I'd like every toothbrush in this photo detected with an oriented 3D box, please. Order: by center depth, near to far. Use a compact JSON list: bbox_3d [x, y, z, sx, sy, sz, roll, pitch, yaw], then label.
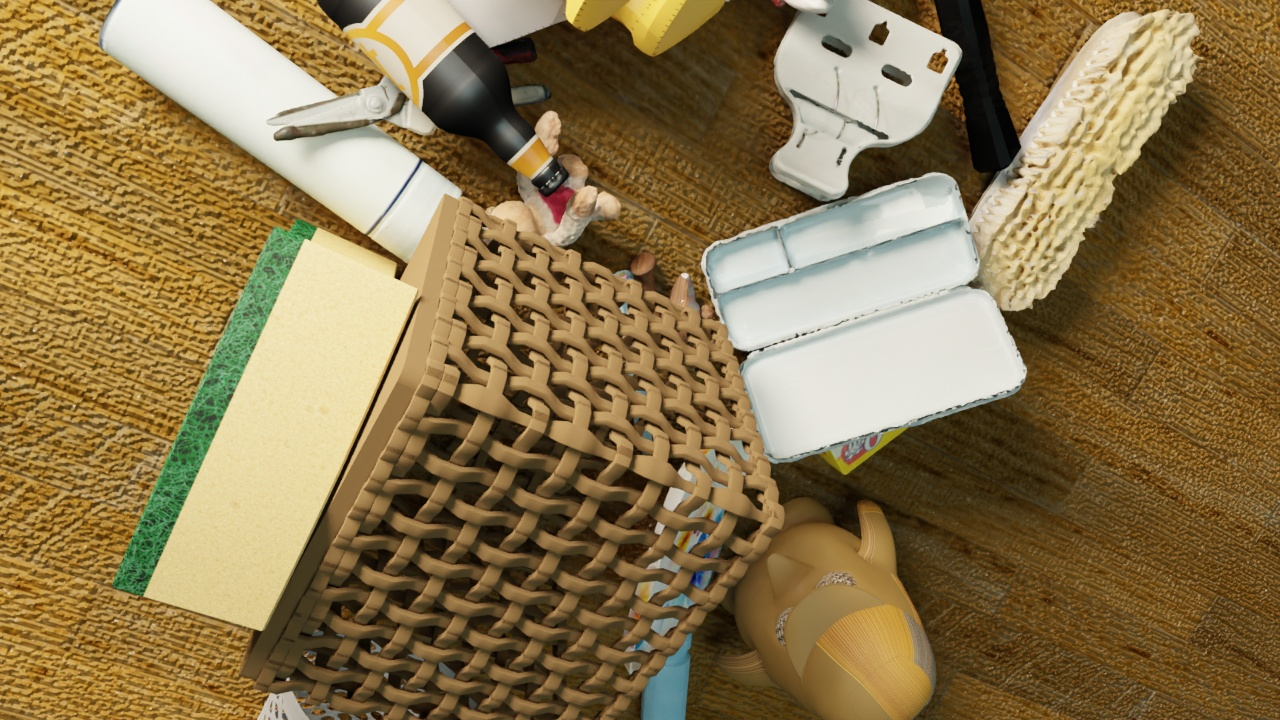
[{"bbox_3d":[-0.004,0.004,0.736,0.022,0.016,0.155,-28,116,-46],"label":"toothbrush"}]

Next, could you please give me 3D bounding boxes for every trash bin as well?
[{"bbox_3d":[-0.233,0.327,0.700,0.156,0.156,0.183,27,100,-20],"label":"trash bin"}]

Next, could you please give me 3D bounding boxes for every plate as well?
[{"bbox_3d":[0.038,0.140,0.719,0.016,0.186,0.187,21,104,19],"label":"plate"}]

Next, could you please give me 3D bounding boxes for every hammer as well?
[{"bbox_3d":[0.226,-0.293,0.677,0.130,0.039,0.328,-48,124,-35],"label":"hammer"}]

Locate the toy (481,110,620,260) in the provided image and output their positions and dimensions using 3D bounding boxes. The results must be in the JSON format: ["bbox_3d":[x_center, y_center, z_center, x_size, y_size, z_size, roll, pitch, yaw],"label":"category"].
[{"bbox_3d":[-0.076,-0.114,0.661,0.106,0.074,0.085,-33,80,18],"label":"toy"}]

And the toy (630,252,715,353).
[{"bbox_3d":[0.030,-0.036,0.721,0.055,0.041,0.102,-9,118,11],"label":"toy"}]

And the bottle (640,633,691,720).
[{"bbox_3d":[0.023,0.273,0.810,0.040,0.040,0.130,-1,106,-15],"label":"bottle"}]

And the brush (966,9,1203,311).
[{"bbox_3d":[0.355,-0.163,0.759,0.083,0.056,0.271,30,97,-22],"label":"brush"}]

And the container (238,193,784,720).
[{"bbox_3d":[-0.086,0.078,0.593,0.214,0.219,0.252,24,118,-20],"label":"container"}]

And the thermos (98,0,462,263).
[{"bbox_3d":[-0.228,-0.155,0.604,0.230,0.068,0.068,35,94,-22],"label":"thermos"}]

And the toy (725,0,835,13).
[{"bbox_3d":[0.064,-0.310,0.621,0.159,0.084,0.194,-39,97,21],"label":"toy"}]

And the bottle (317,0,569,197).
[{"bbox_3d":[-0.116,-0.177,0.581,0.059,0.059,0.181,-45,106,1],"label":"bottle"}]

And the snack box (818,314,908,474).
[{"bbox_3d":[0.178,0.026,0.756,0.105,0.061,0.083,-37,127,-2],"label":"snack box"}]

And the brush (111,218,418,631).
[{"bbox_3d":[-0.218,0.020,0.558,0.075,0.250,0.195,24,92,-20],"label":"brush"}]

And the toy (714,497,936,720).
[{"bbox_3d":[0.151,0.212,0.737,0.198,0.203,0.162,-46,111,1],"label":"toy"}]

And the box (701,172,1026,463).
[{"bbox_3d":[0.167,-0.033,0.706,0.210,0.061,0.192,-20,84,7],"label":"box"}]

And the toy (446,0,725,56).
[{"bbox_3d":[-0.060,-0.307,0.561,0.247,0.140,0.267,-39,74,30],"label":"toy"}]

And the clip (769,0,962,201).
[{"bbox_3d":[0.152,-0.192,0.684,0.125,0.074,0.144,26,103,3],"label":"clip"}]

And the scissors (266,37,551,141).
[{"bbox_3d":[-0.147,-0.182,0.609,0.187,0.015,0.146,15,82,-33],"label":"scissors"}]
